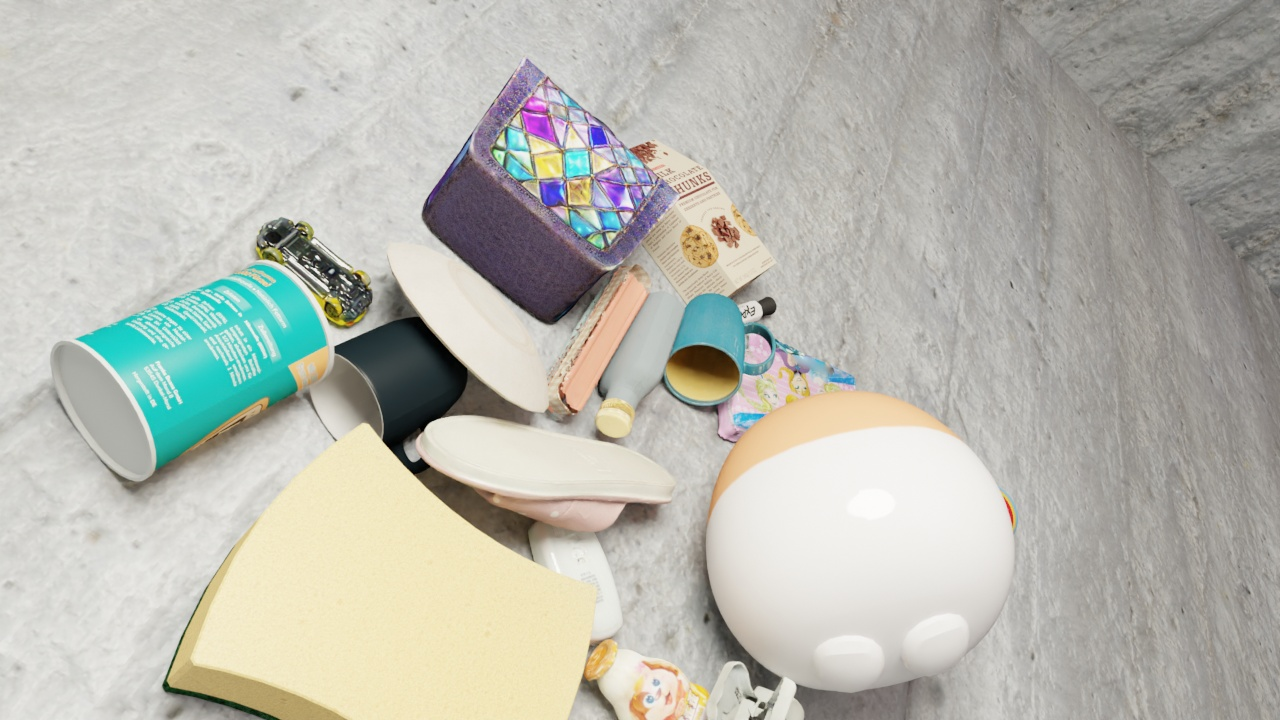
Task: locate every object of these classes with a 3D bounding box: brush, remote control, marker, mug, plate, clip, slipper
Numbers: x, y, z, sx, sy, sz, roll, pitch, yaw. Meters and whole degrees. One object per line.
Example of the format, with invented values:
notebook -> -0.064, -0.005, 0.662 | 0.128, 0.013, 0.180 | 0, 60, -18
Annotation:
brush -> -0.165, 0.189, 0.636 | 0.250, 0.075, 0.194 | 39, 45, -14
remote control -> -0.053, 0.182, 0.770 | 0.060, 0.028, 0.114 | -8, 66, -44
marker -> 0.119, -0.053, 1.074 | 0.125, 0.025, 0.025 | -20, 77, -46
mug -> 0.086, -0.016, 0.968 | 0.112, 0.085, 0.104 | 5, 41, 8
plate -> -0.134, -0.036, 0.772 | 0.188, 0.027, 0.188 | 48, 8, -9
clip -> 0.095, 0.314, 0.741 | 0.082, 0.148, 0.124 | 14, 37, 19
slipper -> -0.071, 0.099, 0.765 | 0.274, 0.054, 0.114 | 15, 16, -48
mug -> -0.190, 0.032, 0.725 | 0.094, 0.085, 0.122 | -33, 114, -47

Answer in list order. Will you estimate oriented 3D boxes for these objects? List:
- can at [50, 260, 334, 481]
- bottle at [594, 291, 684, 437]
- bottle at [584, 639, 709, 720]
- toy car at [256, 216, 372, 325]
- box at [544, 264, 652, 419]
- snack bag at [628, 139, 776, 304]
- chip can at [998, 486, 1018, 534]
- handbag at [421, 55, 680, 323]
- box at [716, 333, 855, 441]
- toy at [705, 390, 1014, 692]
can -> -0.300, 0.003, 0.628 | 0.099, 0.100, 0.143 | 52, 43, 0
bottle -> -0.005, 0.005, 0.895 | 0.046, 0.072, 0.160 | 38, 45, -18
bottle -> 0.006, 0.269, 0.738 | 0.108, 0.063, 0.063 | 40, 44, -12
toy car -> -0.269, -0.074, 0.756 | 0.107, 0.030, 0.048 | 44, 45, -12
box -> -0.037, -0.023, 0.880 | 0.058, 0.053, 0.186 | 27, 58, 2
snack bag -> 0.051, -0.163, 1.056 | 0.206, 0.070, 0.094 | 54, 43, 2
chip can -> 0.350, 0.199, 1.059 | 0.212, 0.087, 0.087 | -7, 68, -44
handbag -> -0.083, -0.176, 0.911 | 0.205, 0.126, 0.221 | 40, 47, -12
box -> 0.181, 0.047, 1.058 | 0.230, 0.035, 0.158 | 22, 48, -29
toy -> 0.188, 0.155, 0.832 | 0.280, 0.263, 0.266 | -99, 175, -50
